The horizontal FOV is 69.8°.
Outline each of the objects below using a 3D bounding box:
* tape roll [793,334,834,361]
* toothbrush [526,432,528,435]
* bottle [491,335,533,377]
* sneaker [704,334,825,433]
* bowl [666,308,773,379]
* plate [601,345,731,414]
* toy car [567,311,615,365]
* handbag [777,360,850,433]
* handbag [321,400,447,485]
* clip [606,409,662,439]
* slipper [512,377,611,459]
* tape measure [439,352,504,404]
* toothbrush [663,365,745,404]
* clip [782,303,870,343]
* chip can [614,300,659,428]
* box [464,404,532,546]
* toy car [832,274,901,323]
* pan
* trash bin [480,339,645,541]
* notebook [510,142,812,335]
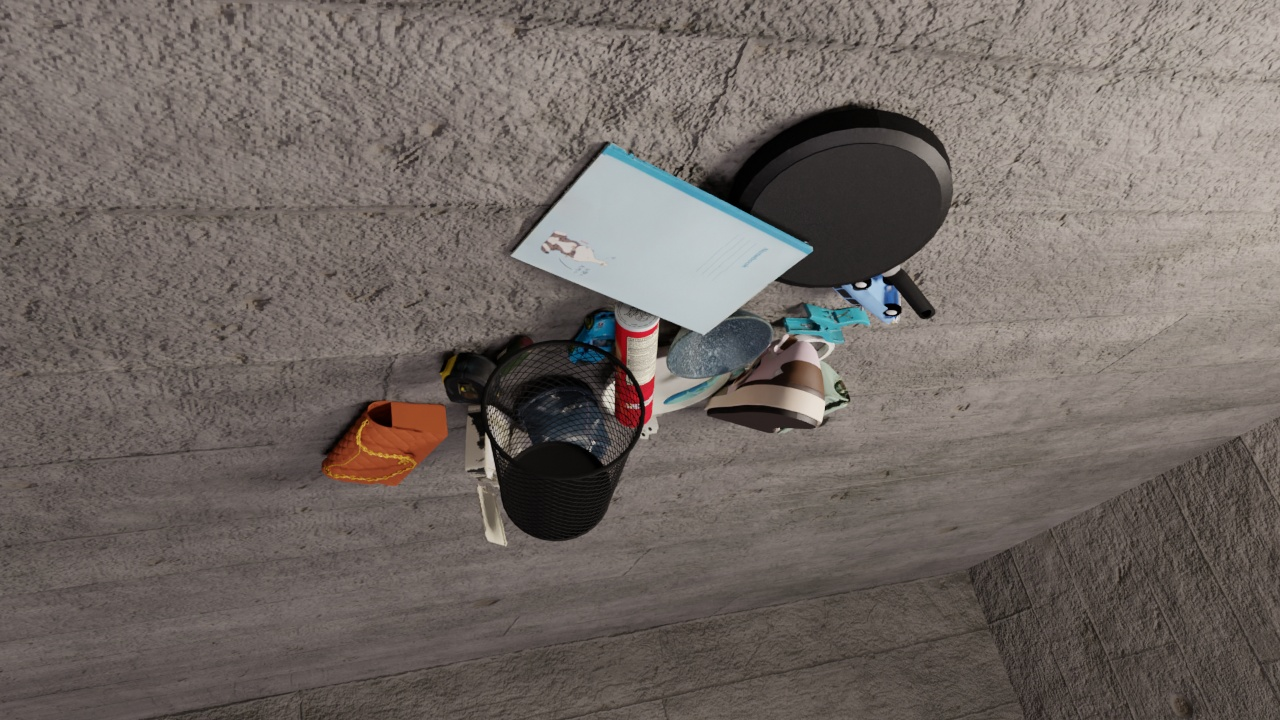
[{"bbox_3d":[0.231,-0.013,1.311,0.093,0.013,0.093,-12,155,-6],"label":"tape roll"},{"bbox_3d":[-0.177,0.127,1.379,0.022,0.016,0.155,19,145,-12],"label":"toothbrush"},{"bbox_3d":[-0.167,0.004,1.120,0.025,0.025,0.106,9,146,-41],"label":"bottle"},{"bbox_3d":[0.172,0.030,1.281,0.111,0.116,0.294,16,171,-8],"label":"sneaker"},{"bbox_3d":[0.090,-0.037,1.133,0.137,0.057,0.137,-13,151,-7],"label":"bowl"},{"bbox_3d":[0.033,0.021,1.250,0.182,0.034,0.183,-12,154,-6],"label":"plate"},{"bbox_3d":[-0.054,-0.023,1.118,0.048,0.032,0.106,1,149,-29],"label":"toy car"},{"bbox_3d":[0.250,0.061,1.413,0.122,0.067,0.106,-26,154,22],"label":"handbag"},{"bbox_3d":[-0.345,0.118,1.225,0.108,0.060,0.172,10,145,-35],"label":"handbag"},{"bbox_3d":[0.008,0.081,1.343,0.101,0.059,0.052,3,130,-34],"label":"clip"},{"bbox_3d":[-0.095,0.115,1.299,0.109,0.083,0.266,-23,150,-2],"label":"slipper"},{"bbox_3d":[-0.203,0.023,1.100,0.071,0.042,0.072,8,144,18],"label":"tape measure"},{"bbox_3d":[0.086,0.034,1.243,0.135,0.017,0.022,-30,152,28],"label":"toothbrush"},{"bbox_3d":[0.244,-0.042,1.249,0.130,0.030,0.120,-4,157,-22],"label":"clip"},{"bbox_3d":[-0.006,0.007,1.118,0.051,0.051,0.215,-10,146,-9],"label":"chip can"},{"bbox_3d":[-0.188,0.160,1.237,0.044,0.184,0.143,-6,162,14],"label":"box"},{"bbox_3d":[0.271,-0.094,1.105,0.055,0.056,0.153,-10,154,38],"label":"toy car"},{"bbox_3d":[0.241,-0.124,0.972,0.226,0.034,0.356,-26,138,27],"label":"pan"},{"bbox_3d":[-0.099,0.111,1.114,0.184,0.184,0.211,-8,147,-13],"label":"trash bin"},{"bbox_3d":[0.022,-0.111,0.933,0.253,0.009,0.182,21,140,-29],"label":"notebook"}]
